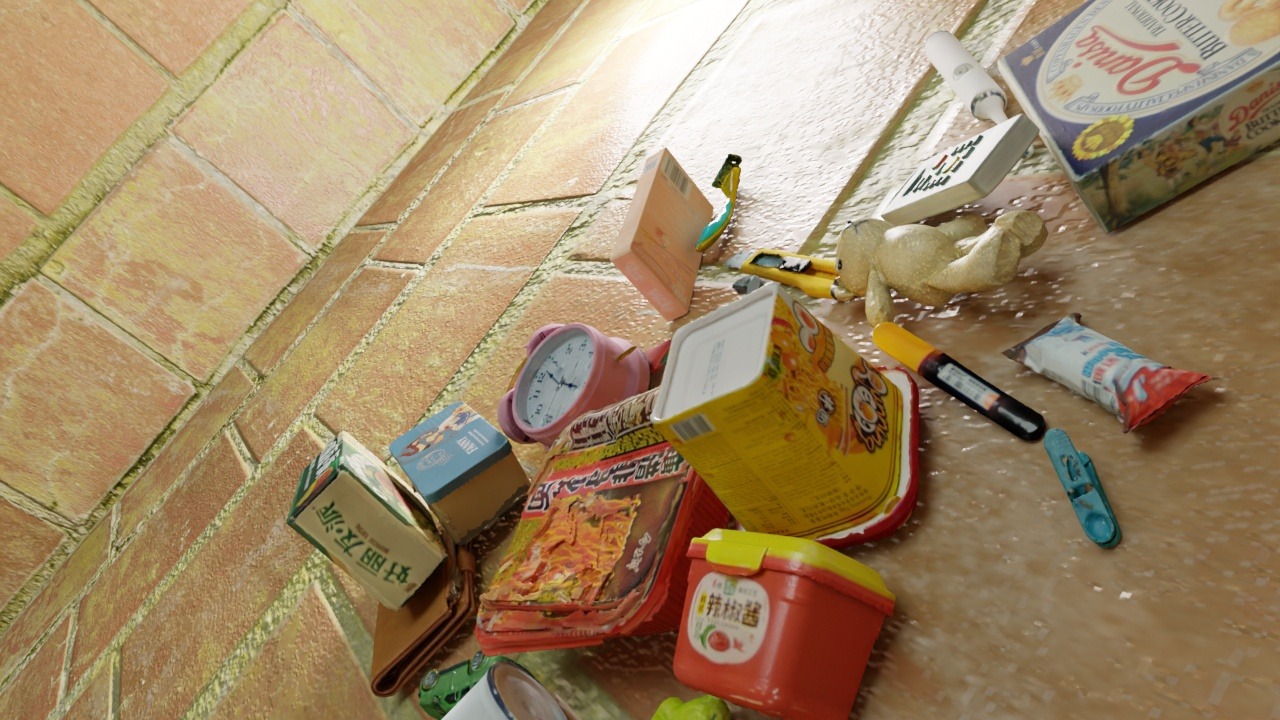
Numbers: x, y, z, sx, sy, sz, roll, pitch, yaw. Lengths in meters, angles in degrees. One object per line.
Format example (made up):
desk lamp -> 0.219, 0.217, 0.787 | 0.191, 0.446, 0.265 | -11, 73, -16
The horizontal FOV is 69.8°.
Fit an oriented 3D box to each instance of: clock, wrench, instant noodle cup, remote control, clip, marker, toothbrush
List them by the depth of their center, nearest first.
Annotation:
clip -> 0.198, 0.058, 0.409 | 0.013, 0.034, 0.055 | -32, 46, 30
marker -> 0.172, 0.010, 0.504 | 0.018, 0.015, 0.124 | -49, 38, 2
instant noodle cup -> 0.078, 0.033, 0.508 | 0.116, 0.123, 0.116 | -26, 33, 37
instant noodle cup -> -0.012, 0.109, 0.587 | 0.165, 0.079, 0.188 | -21, 35, 43
remote control -> 0.204, -0.121, 0.601 | 0.056, 0.019, 0.135 | -50, 6, -5
toothbrush -> 0.250, -0.200, 0.682 | 0.027, 0.026, 0.220 | -46, 24, 28
clock -> -0.065, 0.024, 0.777 | 0.159, 0.059, 0.117 | 6, 69, 52
wrench -> -0.005, 0.005, 0.791 | 0.274, 0.016, 0.056 | -30, 31, 31

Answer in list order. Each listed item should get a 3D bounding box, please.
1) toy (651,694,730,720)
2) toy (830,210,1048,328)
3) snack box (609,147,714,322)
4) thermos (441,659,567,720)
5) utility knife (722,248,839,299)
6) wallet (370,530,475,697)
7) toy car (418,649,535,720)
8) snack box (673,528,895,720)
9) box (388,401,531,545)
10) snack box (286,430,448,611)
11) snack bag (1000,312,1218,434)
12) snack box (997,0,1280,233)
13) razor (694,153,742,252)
toy -> 0.009, 0.217, 0.461 | 0.100, 0.031, 0.096 | -35, 29, 14
toy -> 0.175, -0.064, 0.561 | 0.105, 0.066, 0.157 | -48, 19, -14
snack box -> 0.024, -0.118, 0.842 | 0.026, 0.084, 0.156 | -22, 35, 35
thermos -> -0.140, 0.286, 0.551 | 0.224, 0.073, 0.073 | -46, 26, 3
utility knife -> 0.114, -0.072, 0.721 | 0.033, 0.015, 0.190 | -48, 26, -8
wallet -> -0.180, 0.201, 0.762 | 0.108, 0.031, 0.131 | -44, 22, 5
toy car -> -0.113, 0.224, 0.618 | 0.091, 0.043, 0.036 | -28, 32, 34
snack box -> 0.066, 0.132, 0.448 | 0.091, 0.082, 0.080 | -7, 60, 54
box -> -0.161, 0.098, 0.821 | 0.089, 0.063, 0.184 | -35, 21, -18
snack box -> -0.241, 0.132, 0.809 | 0.063, 0.114, 0.240 | -47, 15, -10
snack bag -> 0.222, 0.003, 0.445 | 0.048, 0.026, 0.104 | -33, 28, 3
snack box -> 0.320, -0.180, 0.531 | 0.183, 0.046, 0.177 | -32, 30, 27
razor -> 0.074, -0.142, 0.864 | 0.043, 0.028, 0.132 | -54, 11, 46
